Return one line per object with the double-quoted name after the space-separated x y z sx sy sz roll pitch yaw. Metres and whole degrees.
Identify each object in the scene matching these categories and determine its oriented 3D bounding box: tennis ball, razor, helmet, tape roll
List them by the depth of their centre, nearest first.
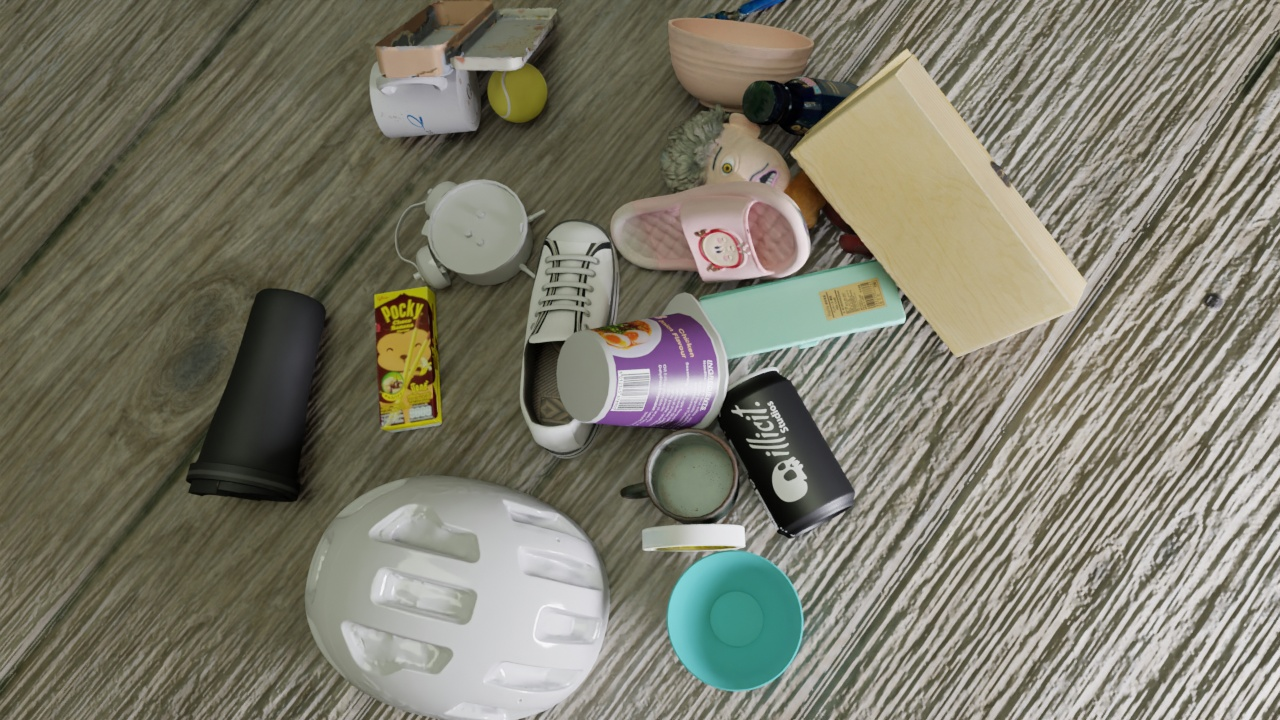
0.049 0.163 0.842 0.094 0.094 0.019 -4 75 8 "tape roll"
-0.169 0.225 0.862 0.282 0.184 0.224 21 83 -7 "helmet"
-0.135 -0.295 1.007 0.065 0.065 0.065 -2 75 8 "tennis ball"
0.132 -0.394 1.015 0.141 0.018 0.044 -24 72 2 "razor"

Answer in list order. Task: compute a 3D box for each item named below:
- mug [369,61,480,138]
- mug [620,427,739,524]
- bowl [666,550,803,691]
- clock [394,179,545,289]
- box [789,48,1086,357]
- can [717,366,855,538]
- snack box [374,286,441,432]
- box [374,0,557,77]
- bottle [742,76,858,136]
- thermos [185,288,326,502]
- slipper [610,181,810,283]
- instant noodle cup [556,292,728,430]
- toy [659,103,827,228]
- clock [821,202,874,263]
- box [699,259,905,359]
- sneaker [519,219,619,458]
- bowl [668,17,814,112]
-0.238 -0.292 0.995 0.096 0.119 0.083 -3 90 8 "mug"
0.037 0.116 0.863 0.111 0.081 0.085 -13 74 5 "mug"
0.087 0.237 0.841 0.121 0.046 0.121 -2 75 9 "bowl"
-0.187 -0.134 0.976 0.159 0.061 0.119 4 76 9 "clock"
0.267 -0.141 0.831 0.142 0.184 0.248 -35 99 28 "box"
0.132 0.086 0.856 0.080 0.080 0.146 -28 73 1 "can"
-0.246 -0.002 0.969 0.061 0.025 0.148 -9 74 6 "snack box"
-0.176 -0.346 0.976 0.151 0.043 0.215 -3 32 8 "box"
0.166 -0.250 0.906 0.056 0.160 0.056 11 105 46 "bottle"
-0.386 0.039 0.946 0.106 0.106 0.218 4 71 10 "thermos"
0.063 -0.117 0.891 0.222 0.107 0.055 4 45 37 "slipper"
-0.005 0.005 0.849 0.122 0.121 0.137 6 96 51 "instant noodle cup"
0.098 -0.174 0.909 0.176 0.076 0.133 20 123 18 "toy"
0.236 -0.158 0.912 0.110 0.062 0.157 -12 90 -7 "clock"
0.152 -0.043 0.872 0.189 0.079 0.077 -11 111 6 "box"
-0.078 -0.031 0.912 0.091 0.097 0.245 5 77 10 "sneaker"
0.098 -0.302 0.948 0.153 0.152 0.076 15 120 12 "bowl"
